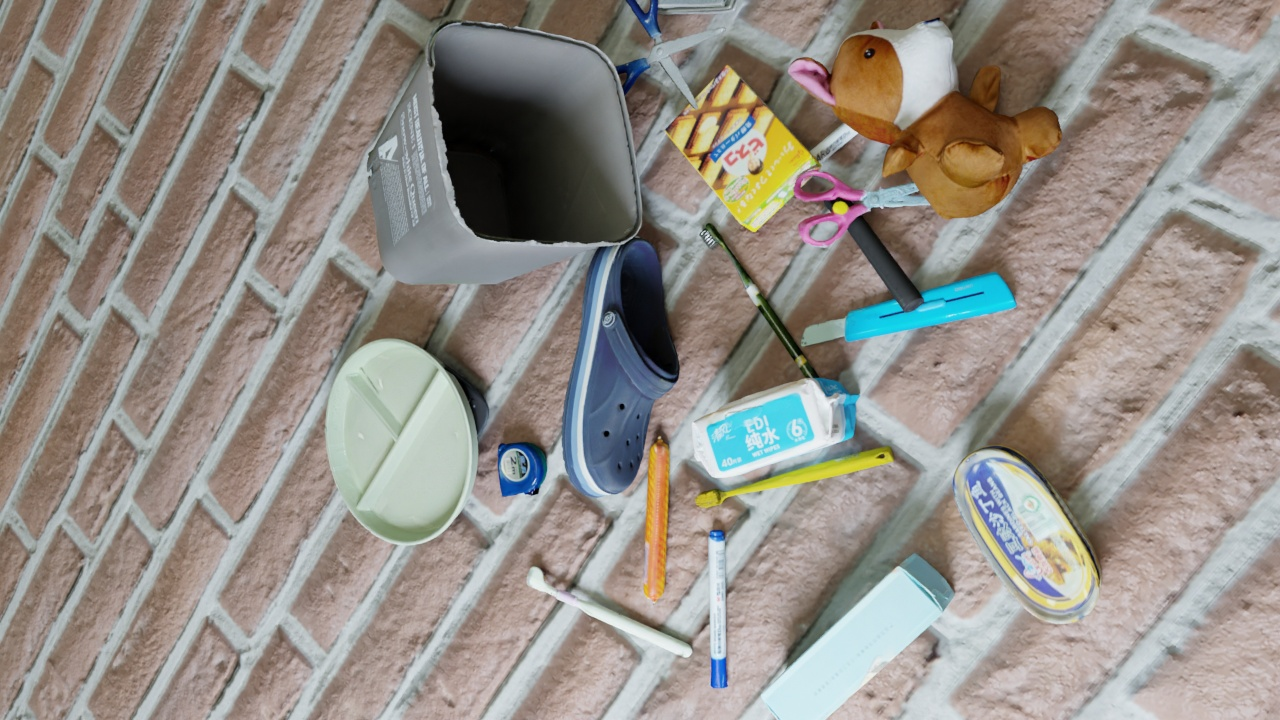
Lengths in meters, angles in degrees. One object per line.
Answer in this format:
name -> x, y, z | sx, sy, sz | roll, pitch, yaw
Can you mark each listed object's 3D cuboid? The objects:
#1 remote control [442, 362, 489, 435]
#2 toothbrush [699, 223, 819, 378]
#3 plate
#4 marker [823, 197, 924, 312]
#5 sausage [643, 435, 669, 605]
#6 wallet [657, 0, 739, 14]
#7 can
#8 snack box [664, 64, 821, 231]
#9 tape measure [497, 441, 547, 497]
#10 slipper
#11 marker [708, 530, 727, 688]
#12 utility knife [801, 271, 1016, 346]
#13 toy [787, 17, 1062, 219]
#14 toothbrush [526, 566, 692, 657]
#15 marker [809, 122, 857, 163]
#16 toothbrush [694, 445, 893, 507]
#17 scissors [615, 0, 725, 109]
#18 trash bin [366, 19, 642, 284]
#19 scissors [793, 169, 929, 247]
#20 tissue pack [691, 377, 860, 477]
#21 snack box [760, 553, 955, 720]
remote control -> -0.213, 0.035, 1.011 | 0.136, 0.024, 0.053 | 34, 107, 25
toothbrush -> 0.110, -0.054, 0.863 | 0.017, 0.012, 0.185 | -41, 71, 25
plate -> -0.266, 0.089, 1.017 | 0.231, 0.027, 0.230 | 4, 98, 33
marker -> 0.203, -0.097, 0.802 | 0.132, 0.022, 0.020 | 61, 148, 25
sausage -> 0.016, 0.155, 0.894 | 0.021, 0.021, 0.165 | 2, 89, 26
wallet -> 0.069, -0.401, 0.886 | 0.107, 0.037, 0.130 | 17, 96, 37
can -> 0.308, 0.137, 0.734 | 0.075, 0.049, 0.148 | -35, 74, 21
snack box -> 0.093, -0.198, 0.855 | 0.087, 0.033, 0.140 | -43, 63, 18
tape measure -> -0.124, 0.113, 0.963 | 0.055, 0.025, 0.058 | -9, 88, 24
slipper -> -0.005, 0.005, 0.866 | 0.095, 0.105, 0.252 | -2, 77, 36
marker -> 0.073, 0.234, 0.865 | 0.017, 0.016, 0.145 | -2, 87, 26
utility knife -> 0.227, -0.040, 0.801 | 0.186, 0.018, 0.034 | -14, 82, 27
toy -> 0.231, -0.211, 0.753 | 0.199, 0.139, 0.131 | 48, 145, 28
toothbrush -> -0.033, 0.252, 0.916 | 0.190, 0.020, 0.029 | 18, 126, 25
marker -> 0.149, -0.177, 0.846 | 0.145, 0.017, 0.017 | -38, 72, 20
toothbrush -> 0.136, 0.108, 0.839 | 0.190, 0.016, 0.015 | -18, 80, 25
scissors -> 0.011, -0.307, 0.900 | 0.176, 0.012, 0.162 | -17, 79, 41
trash bin -> -0.146, -0.174, 0.869 | 0.220, 0.198, 0.199 | -18, 79, 52
scissors -> 0.199, -0.149, 0.801 | 0.137, 0.017, 0.076 | -18, 81, 3
tissue pack -> 0.119, 0.057, 0.810 | 0.140, 0.089, 0.063 | -22, 78, 24
snack box -> 0.184, 0.241, 0.777 | 0.175, 0.074, 0.051 | -49, 68, 16
